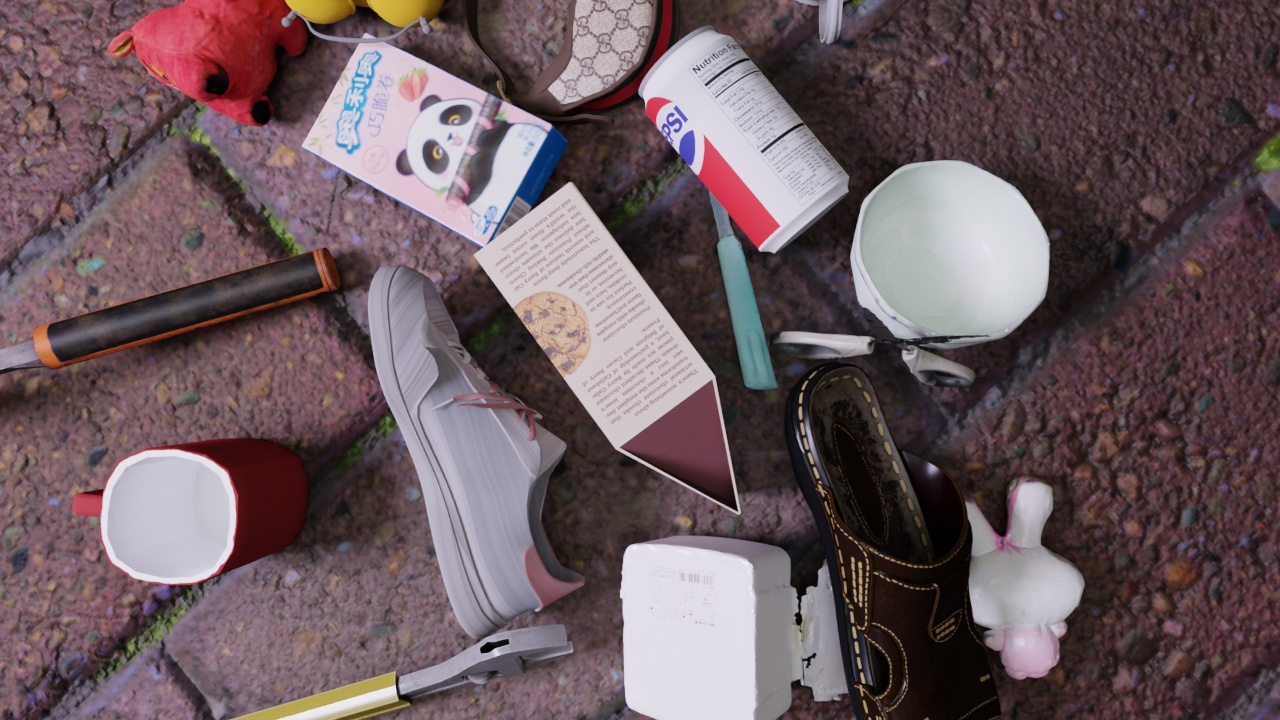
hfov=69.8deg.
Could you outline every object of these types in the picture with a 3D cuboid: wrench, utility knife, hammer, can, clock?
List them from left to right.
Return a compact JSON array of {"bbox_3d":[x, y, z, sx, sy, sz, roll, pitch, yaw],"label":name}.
[{"bbox_3d":[-0.352,-0.013,0.592,0.314,0.138,0.035,-18,88,-10],"label":"hammer"},{"bbox_3d":[-0.174,-0.273,0.592,0.113,0.052,0.151,3,77,2],"label":"clock"},{"bbox_3d":[-0.169,0.213,0.583,0.273,0.083,0.018,-18,62,8],"label":"wrench"},{"bbox_3d":[0.065,-0.049,0.598,0.022,0.015,0.141,-12,88,-19],"label":"utility knife"},{"bbox_3d":[0.064,-0.136,0.571,0.070,0.070,0.132,-39,87,2],"label":"can"}]

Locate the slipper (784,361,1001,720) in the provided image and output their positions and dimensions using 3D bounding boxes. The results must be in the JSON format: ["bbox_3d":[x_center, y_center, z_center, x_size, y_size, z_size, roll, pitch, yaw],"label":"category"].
[{"bbox_3d":[0.155,0.126,0.529,0.112,0.076,0.267,-9,80,-36],"label":"slipper"}]

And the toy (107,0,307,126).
[{"bbox_3d":[-0.277,-0.228,0.596,0.094,0.088,0.132,18,77,21],"label":"toy"}]

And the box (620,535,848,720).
[{"bbox_3d":[0.085,0.161,0.572,0.152,0.131,0.107,-2,90,35],"label":"box"}]

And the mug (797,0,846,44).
[{"bbox_3d":[0.119,-0.261,0.571,0.084,0.070,0.113,-3,87,3],"label":"mug"}]

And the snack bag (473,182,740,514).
[{"bbox_3d":[-0.003,0.003,0.561,0.070,0.094,0.206,-37,87,2],"label":"snack bag"}]

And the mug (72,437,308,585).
[{"bbox_3d":[-0.284,0.090,0.575,0.116,0.096,0.080,5,89,3],"label":"mug"}]

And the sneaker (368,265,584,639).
[{"bbox_3d":[-0.093,0.046,0.566,0.089,0.099,0.236,-17,90,0],"label":"sneaker"}]

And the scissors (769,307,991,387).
[{"bbox_3d":[0.147,-0.005,0.538,0.157,0.171,0.012,17,81,-35],"label":"scissors"}]

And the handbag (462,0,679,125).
[{"bbox_3d":[-0.048,-0.233,0.593,0.138,0.063,0.166,-4,94,21],"label":"handbag"}]

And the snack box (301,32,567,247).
[{"bbox_3d":[-0.133,-0.139,0.588,0.154,0.033,0.088,29,91,16],"label":"snack box"}]

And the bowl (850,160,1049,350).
[{"bbox_3d":[0.180,-0.057,0.561,0.117,0.061,0.117,1,72,-5],"label":"bowl"}]

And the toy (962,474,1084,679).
[{"bbox_3d":[0.231,0.135,0.572,0.079,0.038,0.122,-10,79,7],"label":"toy"}]
